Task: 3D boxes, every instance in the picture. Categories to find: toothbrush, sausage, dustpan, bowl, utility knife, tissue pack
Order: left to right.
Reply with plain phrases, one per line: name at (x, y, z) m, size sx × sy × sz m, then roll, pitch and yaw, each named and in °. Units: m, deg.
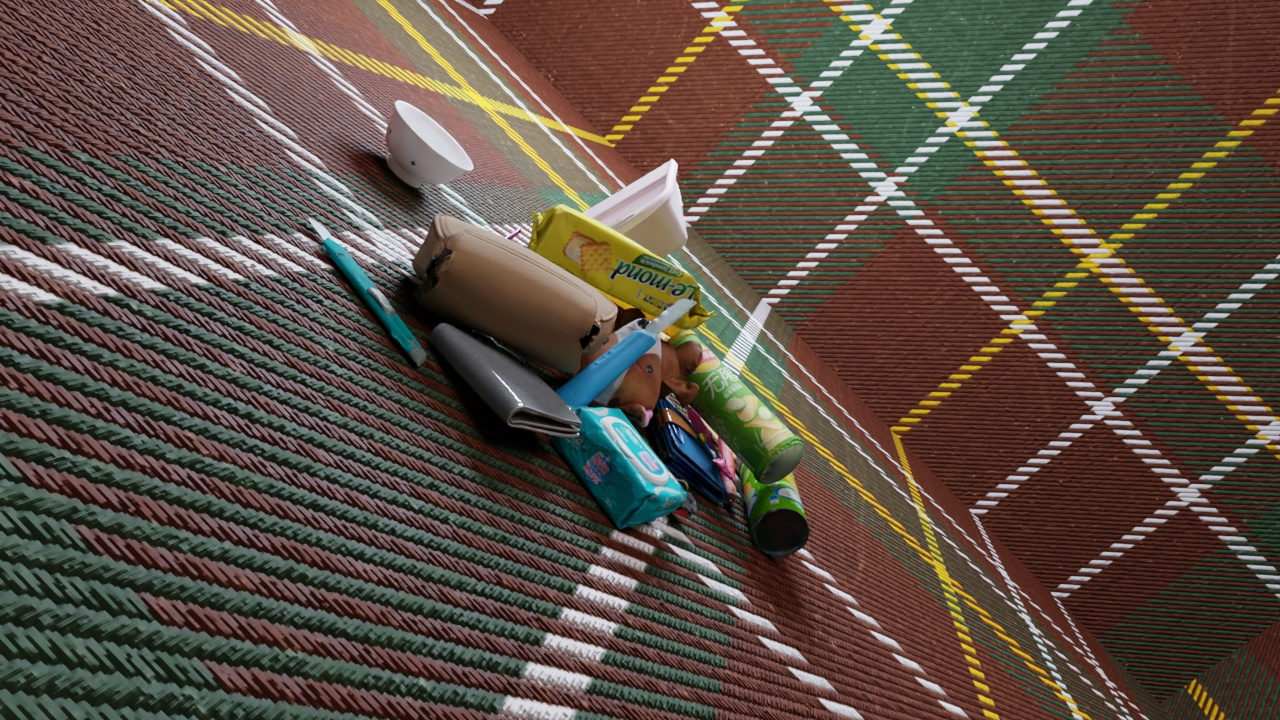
utility knife at (-0.235, -0.061, 0.790) m, size 0.176 × 0.013 × 0.029 m, roll 49°, pitch 13°, yaw 13°
bowl at (-0.270, -0.251, 1.115) m, size 0.118 × 0.065 × 0.118 m, roll 43°, pitch 15°, yaw -14°
toothbrush at (-0.178, -0.127, 1.053) m, size 0.018 × 0.014 × 0.188 m, roll 37°, pitch 29°, yaw 0°
dustpan at (-0.040, -0.226, 1.384) m, size 0.139 × 0.223 × 0.273 m, roll 48°, pitch 16°, yaw -45°
tissue pack at (-0.022, 0.096, 0.877) m, size 0.133 × 0.050 × 0.093 m, roll 50°, pitch 16°, yaw 17°
utility knife at (-0.015, -0.006, 0.952) m, size 0.034 × 0.217 × 0.018 m, roll 36°, pitch -32°, yaw 24°
toothbrush at (0.075, 0.104, 1.208) m, size 0.180 × 0.016 × 0.016 m, roll 48°, pitch 19°, yaw 1°
sausage at (0.111, 0.136, 1.172) m, size 0.020 × 0.020 × 0.155 m, roll 40°, pitch 23°, yaw -19°

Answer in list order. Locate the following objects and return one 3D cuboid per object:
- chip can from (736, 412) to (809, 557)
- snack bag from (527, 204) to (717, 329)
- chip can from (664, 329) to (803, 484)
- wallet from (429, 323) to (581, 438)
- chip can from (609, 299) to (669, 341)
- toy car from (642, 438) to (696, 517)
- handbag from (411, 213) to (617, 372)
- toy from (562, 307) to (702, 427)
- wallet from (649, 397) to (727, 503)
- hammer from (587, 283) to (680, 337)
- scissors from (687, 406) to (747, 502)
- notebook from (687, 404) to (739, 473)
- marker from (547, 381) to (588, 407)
chip can at (0.162, 0.149, 1.172) m, size 0.072 × 0.072 × 0.235 m, roll 40°, pitch 20°, yaw -19°
snack bag at (-0.027, -0.117, 1.118) m, size 0.246 × 0.068 × 0.158 m, roll 28°, pitch 7°, yaw -10°
chip can at (0.107, 0.056, 1.125) m, size 0.221 × 0.073 × 0.072 m, roll 48°, pitch 14°, yaw 29°
wallet at (-0.121, 0.024, 0.824) m, size 0.130 × 0.037 × 0.106 m, roll 41°, pitch 9°, yaw 34°
chip can at (-0.031, -0.032, 1.172) m, size 0.216 × 0.073 × 0.073 m, roll 30°, pitch 21°, yaw -48°
toy car at (0.016, 0.122, 0.950) m, size 0.106 × 0.031 × 0.049 m, roll 44°, pitch 15°, yaw -1°
handbag at (-0.125, -0.060, 0.894) m, size 0.204 × 0.100 × 0.147 m, roll 26°, pitch 10°, yaw -10°
toy at (-0.006, 0.006, 1.034) m, size 0.140 × 0.131 × 0.199 m, roll 28°, pitch 26°, yaw 16°
wallet at (0.055, 0.102, 1.111) m, size 0.106 × 0.040 × 0.133 m, roll 43°, pitch 13°, yaw -28°
hammer at (-0.083, -0.095, 1.208) m, size 0.300 × 0.033 × 0.129 m, roll 22°, pitch -3°, yaw -44°
scissors at (0.092, 0.113, 1.097) m, size 0.133 × 0.017 × 0.134 m, roll 58°, pitch 2°, yaw 0°
notebook at (0.148, 0.135, 1.337) m, size 0.207 × 0.008 × 0.147 m, roll 53°, pitch 16°, yaw 29°
marker at (-0.050, 0.063, 0.961) m, size 0.130 × 0.018 × 0.022 m, roll 37°, pitch 41°, yaw -28°
